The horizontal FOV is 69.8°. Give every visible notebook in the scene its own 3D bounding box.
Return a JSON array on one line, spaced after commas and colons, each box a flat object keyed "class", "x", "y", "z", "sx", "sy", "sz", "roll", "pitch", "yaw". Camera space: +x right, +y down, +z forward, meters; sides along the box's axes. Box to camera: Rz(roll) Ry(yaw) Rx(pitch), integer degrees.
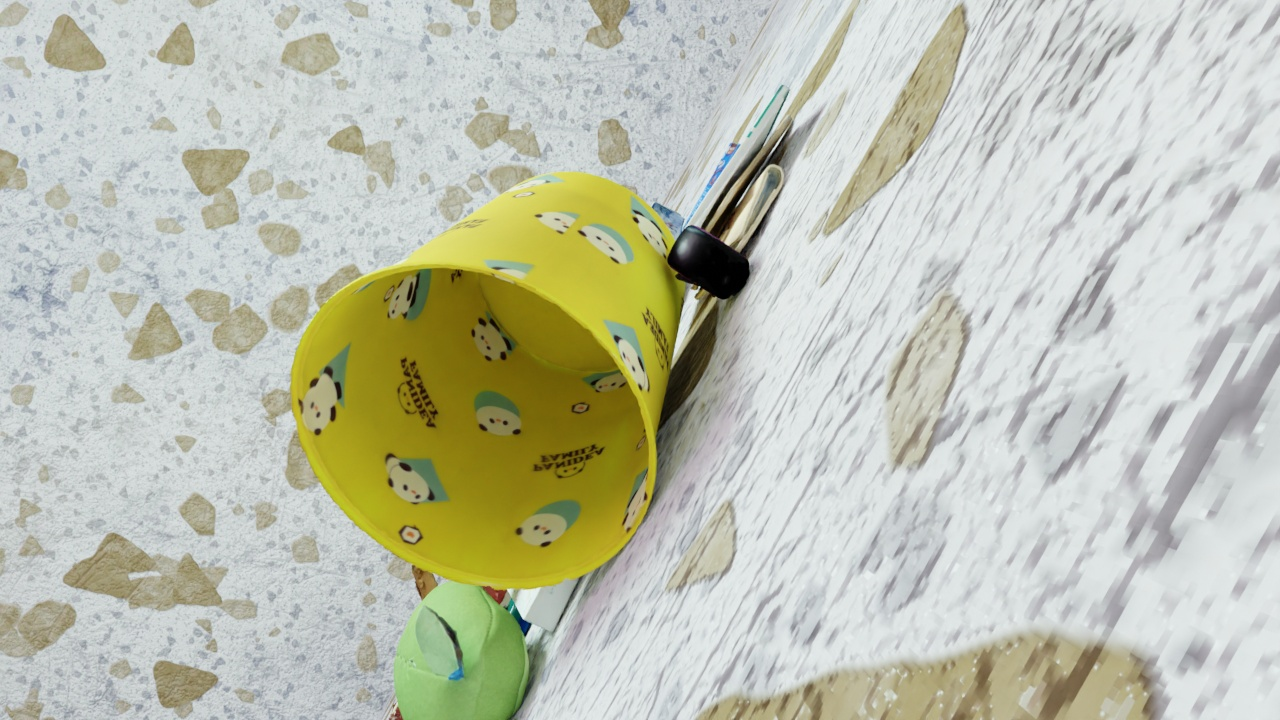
[{"class": "notebook", "x": 0.077, "y": -0.135, "z": 0.839, "sx": 0.148, "sy": 0.008, "sz": 0.207, "roll": -57, "pitch": -2, "yaw": 37}, {"class": "notebook", "x": 0.077, "y": -0.153, "z": 0.834, "sx": 0.150, "sy": 0.012, "sz": 0.209, "roll": -56, "pitch": -2, "yaw": -2}]

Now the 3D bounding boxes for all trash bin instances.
[{"class": "trash bin", "x": -0.077, "y": -0.009, "z": 0.653, "sx": 0.230, "sy": 0.229, "sz": 0.254, "roll": -58, "pitch": 4, "yaw": 31}]

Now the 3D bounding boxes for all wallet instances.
[{"class": "wallet", "x": 0.075, "y": -0.101, "z": 0.756, "sx": 0.087, "sy": 0.024, "sz": 0.115, "roll": -65, "pitch": 7, "yaw": -23}]

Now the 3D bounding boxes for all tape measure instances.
[{"class": "tape measure", "x": -0.109, "y": 0.222, "z": 0.791, "sx": 0.058, "sy": 0.025, "sz": 0.054, "roll": -62, "pitch": 5, "yaw": -4}, {"class": "tape measure", "x": 0.048, "y": -0.068, "z": 0.661, "sx": 0.039, "sy": 0.058, "sz": 0.057, "roll": -57, "pitch": 8, "yaw": 8}]

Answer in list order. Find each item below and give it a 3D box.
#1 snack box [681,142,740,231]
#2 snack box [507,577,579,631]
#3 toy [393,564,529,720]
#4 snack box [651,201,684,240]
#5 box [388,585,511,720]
[{"class": "snack box", "x": 0.080, "y": -0.177, "z": 1.065, "sx": 0.157, "sy": 0.026, "sz": 0.084, "roll": -60, "pitch": 7, "yaw": 12}, {"class": "snack box", "x": -0.074, "y": 0.150, "z": 0.721, "sx": 0.084, "sy": 0.027, "sz": 0.157, "roll": -65, "pitch": 14, "yaw": -7}, {"class": "toy", "x": -0.140, "y": 0.229, "z": 0.694, "sx": 0.247, "sy": 0.090, "sz": 0.226, "roll": 151, "pitch": 122, "yaw": -67}, {"class": "snack box", "x": -0.016, "y": -0.064, "z": 1.048, "sx": 0.178, "sy": 0.046, "sz": 0.182, "roll": -59, "pitch": 9, "yaw": 35}, {"class": "box", "x": -0.209, "y": 0.310, "z": 0.986, "sx": 0.092, "sy": 0.076, "sz": 0.167, "roll": -55, "pitch": 9, "yaw": 52}]
